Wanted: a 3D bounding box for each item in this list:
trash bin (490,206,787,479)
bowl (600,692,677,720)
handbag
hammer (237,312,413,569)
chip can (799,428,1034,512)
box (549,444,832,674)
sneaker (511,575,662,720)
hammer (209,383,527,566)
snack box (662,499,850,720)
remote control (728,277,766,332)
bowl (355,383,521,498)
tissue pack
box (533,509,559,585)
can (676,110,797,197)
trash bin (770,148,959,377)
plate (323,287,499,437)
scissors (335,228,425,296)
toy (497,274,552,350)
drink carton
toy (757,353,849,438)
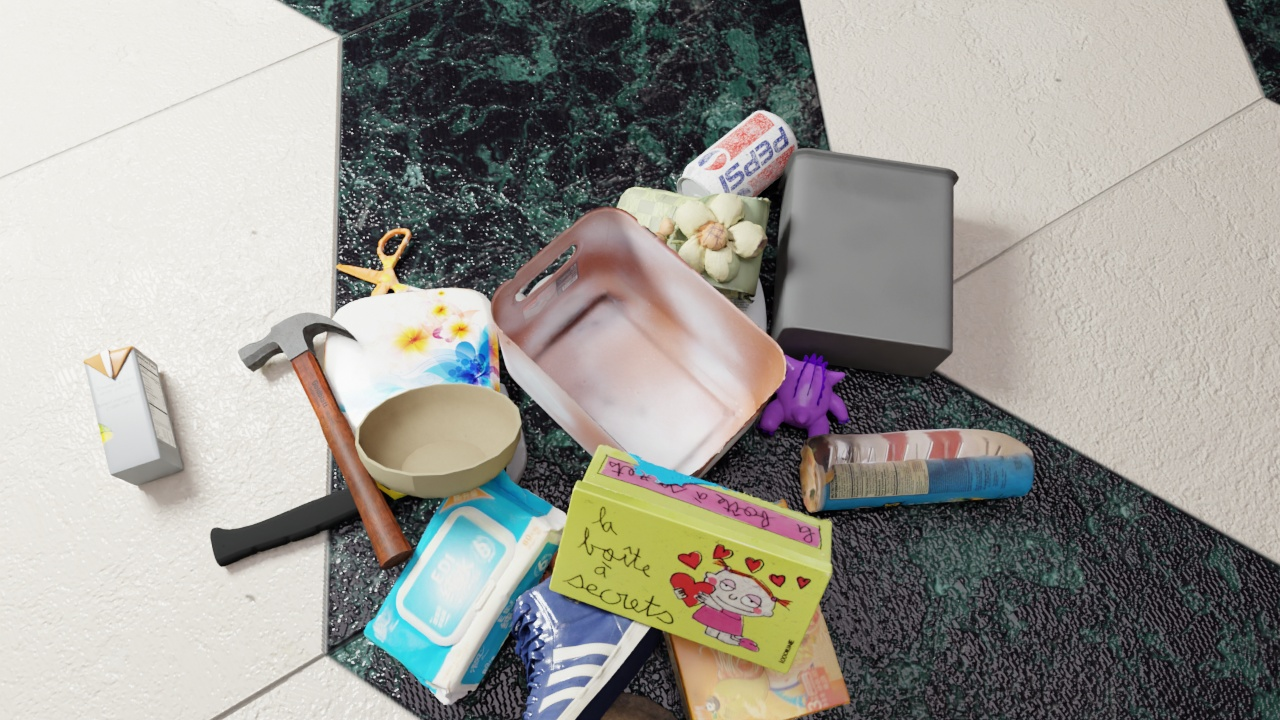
[{"bbox_3d":[-0.006,0.005,0.930,0.260,0.158,0.181,42,71,13],"label":"trash bin"},{"bbox_3d":[-0.024,0.384,0.824,0.162,0.070,0.162,1,68,-3],"label":"bowl"},{"bbox_3d":[0.048,-0.129,0.985,0.187,0.116,0.113,10,93,20],"label":"handbag"},{"bbox_3d":[-0.298,0.073,0.907,0.111,0.028,0.300,-32,64,-4],"label":"hammer"},{"bbox_3d":[0.283,0.111,0.952,0.229,0.080,0.079,-3,69,-5],"label":"chip can"},{"bbox_3d":[0.042,0.169,0.791,0.221,0.125,0.082,19,29,2],"label":"box"},{"bbox_3d":[-0.088,0.270,0.779,0.118,0.092,0.232,27,47,21],"label":"sneaker"},{"bbox_3d":[-0.269,0.135,0.931,0.323,0.029,0.127,-21,71,-11],"label":"hammer"},{"bbox_3d":[0.095,0.249,0.880,0.145,0.081,0.195,-13,69,-8],"label":"snack box"},{"bbox_3d":[0.110,-0.049,1.027,0.060,0.028,0.114,1,68,-2],"label":"remote control"},{"bbox_3d":[-0.187,0.082,0.866,0.152,0.050,0.152,0,30,0],"label":"bowl"},{"bbox_3d":[-0.160,0.203,0.865,0.117,0.066,0.209,29,81,21],"label":"tissue pack"},{"bbox_3d":[-0.082,0.233,0.896,0.057,0.060,0.186,-2,65,-40],"label":"box"},{"bbox_3d":[0.114,-0.224,1.069,0.136,0.078,0.078,-41,76,-17],"label":"can"},{"bbox_3d":[0.247,-0.109,1.025,0.192,0.098,0.219,8,69,-1],"label":"trash bin"},{"bbox_3d":[-0.244,0.004,0.964,0.187,0.016,0.186,-7,64,-1],"label":"plate"},{"bbox_3d":[-0.280,-0.090,1.026,0.130,0.011,0.125,22,74,8],"label":"scissors"},{"bbox_3d":[-0.136,-0.061,1.015,0.049,0.030,0.111,27,74,22],"label":"toy"},{"bbox_3d":[-0.508,0.055,0.922,0.048,0.076,0.124,-19,75,-11],"label":"drink carton"},{"bbox_3d":[0.175,0.039,0.982,0.106,0.056,0.088,18,70,3],"label":"toy"}]
